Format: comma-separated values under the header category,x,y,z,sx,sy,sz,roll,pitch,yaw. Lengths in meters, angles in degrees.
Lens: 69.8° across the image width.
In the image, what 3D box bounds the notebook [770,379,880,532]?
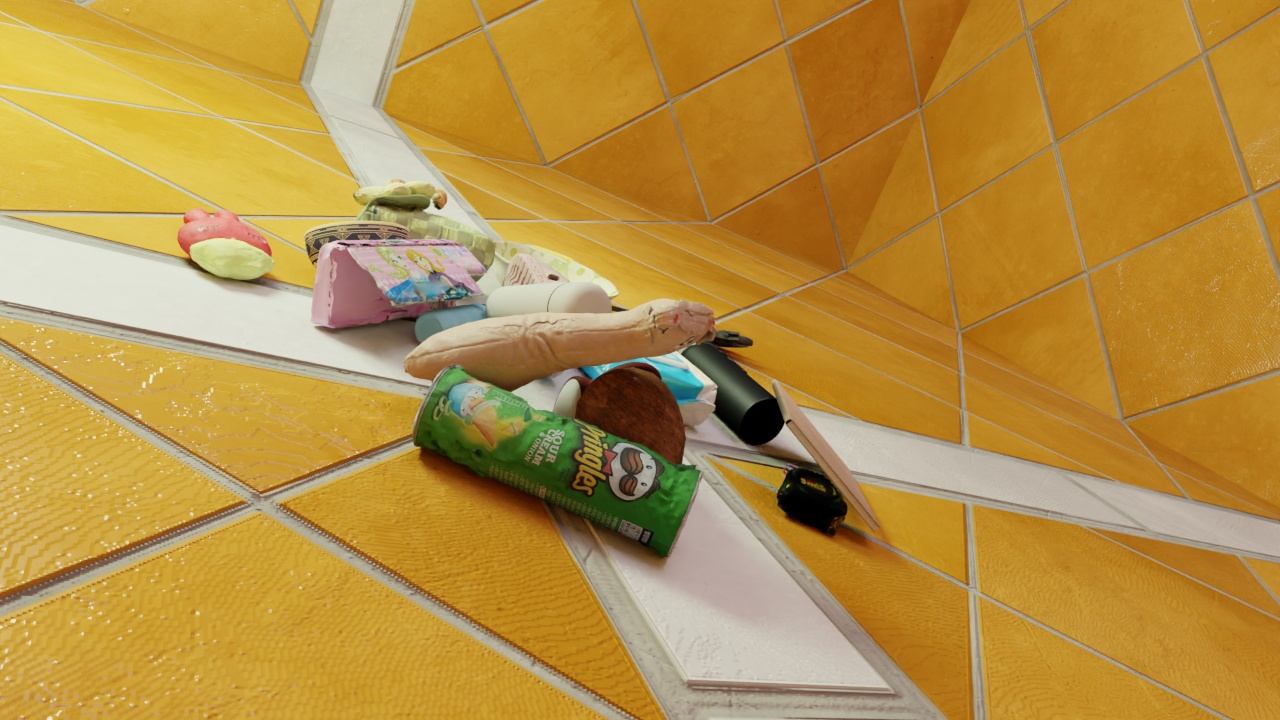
category,x,y,z,sx,sy,sz,roll,pitch,yaw
notebook,0.193,0.094,0.988,0.141,0.008,0.209,50,9,-4

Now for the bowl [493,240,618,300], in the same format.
category,x,y,z,sx,sy,sz,roll,pitch,yaw
bowl,-0.129,-0.104,1.284,0.188,0.060,0.219,19,16,-15

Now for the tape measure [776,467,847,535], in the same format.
category,x,y,z,sx,sy,sz,roll,pitch,yaw
tape measure,0.167,0.137,0.909,0.067,0.038,0.062,21,22,1

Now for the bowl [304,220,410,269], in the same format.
category,x,y,z,sx,sy,sz,roll,pitch,yaw
bowl,-0.311,-0.111,1.018,0.112,0.061,0.112,-6,-4,-1

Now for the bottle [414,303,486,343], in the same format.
category,x,y,z,sx,sy,sz,roll,pitch,yaw
bottle,-0.196,-0.040,0.996,0.040,0.040,0.129,26,15,13

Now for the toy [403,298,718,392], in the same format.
category,x,y,z,sx,sy,sz,roll,pitch,yaw
toy,-0.065,-0.013,0.795,0.264,0.065,0.196,-10,-3,5

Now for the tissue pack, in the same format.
category,x,y,z,sx,sy,sz,roll,pitch,yaw
tissue pack,-0.006,0.006,1.067,0.117,0.066,0.209,14,15,-33

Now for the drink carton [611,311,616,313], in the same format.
category,x,y,z,sx,sy,sz,roll,pitch,yaw
drink carton,-0.028,-0.040,1.235,0.134,0.043,0.058,8,19,-44

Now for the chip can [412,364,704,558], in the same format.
category,x,y,z,sx,sy,sz,roll,pitch,yaw
chip can,-0.065,0.076,0.716,0.223,0.075,0.075,23,15,4

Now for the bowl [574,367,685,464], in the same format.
category,x,y,z,sx,sy,sz,roll,pitch,yaw
bowl,-0.003,0.062,0.776,0.101,0.114,0.026,-15,2,-24

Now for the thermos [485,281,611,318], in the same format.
category,x,y,z,sx,sy,sz,roll,pitch,yaw
thermos,-0.096,-0.051,0.922,0.052,0.052,0.224,14,-4,-28

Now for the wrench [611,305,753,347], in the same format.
category,x,y,z,sx,sy,sz,roll,pitch,yaw
wrench,0.057,-0.051,1.399,0.272,0.018,0.073,13,-11,-28

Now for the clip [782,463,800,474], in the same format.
category,x,y,z,sx,sy,sz,roll,pitch,yaw
clip,0.182,0.128,1.010,0.053,0.013,0.036,20,14,3

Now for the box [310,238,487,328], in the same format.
category,x,y,z,sx,sy,sz,roll,pitch,yaw
box,-0.232,-0.078,0.964,0.097,0.085,0.230,16,13,17

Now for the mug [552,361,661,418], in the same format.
category,x,y,z,sx,sy,sz,roll,pitch,yaw
mug,-0.024,0.045,0.819,0.082,0.106,0.073,16,25,-24

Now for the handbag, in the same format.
category,x,y,z,sx,sy,sz,roll,pitch,yaw
handbag,-0.273,-0.166,1.156,0.186,0.116,0.113,14,-9,-26

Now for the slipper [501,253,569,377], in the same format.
category,x,y,z,sx,sy,sz,roll,pitch,yaw
slipper,-0.109,-0.055,1.073,0.064,0.094,0.239,9,23,-26

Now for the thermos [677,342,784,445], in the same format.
category,x,y,z,sx,sy,sz,roll,pitch,yaw
thermos,0.096,0.025,1.148,0.061,0.061,0.231,13,17,-30

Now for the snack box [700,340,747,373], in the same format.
category,x,y,z,sx,sy,sz,roll,pitch,yaw
snack box,0.083,-0.009,1.316,0.082,0.027,0.150,13,16,-27

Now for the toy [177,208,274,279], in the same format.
category,x,y,z,sx,sy,sz,roll,pitch,yaw
toy,-0.426,-0.121,0.941,0.091,0.045,0.135,12,24,-41
